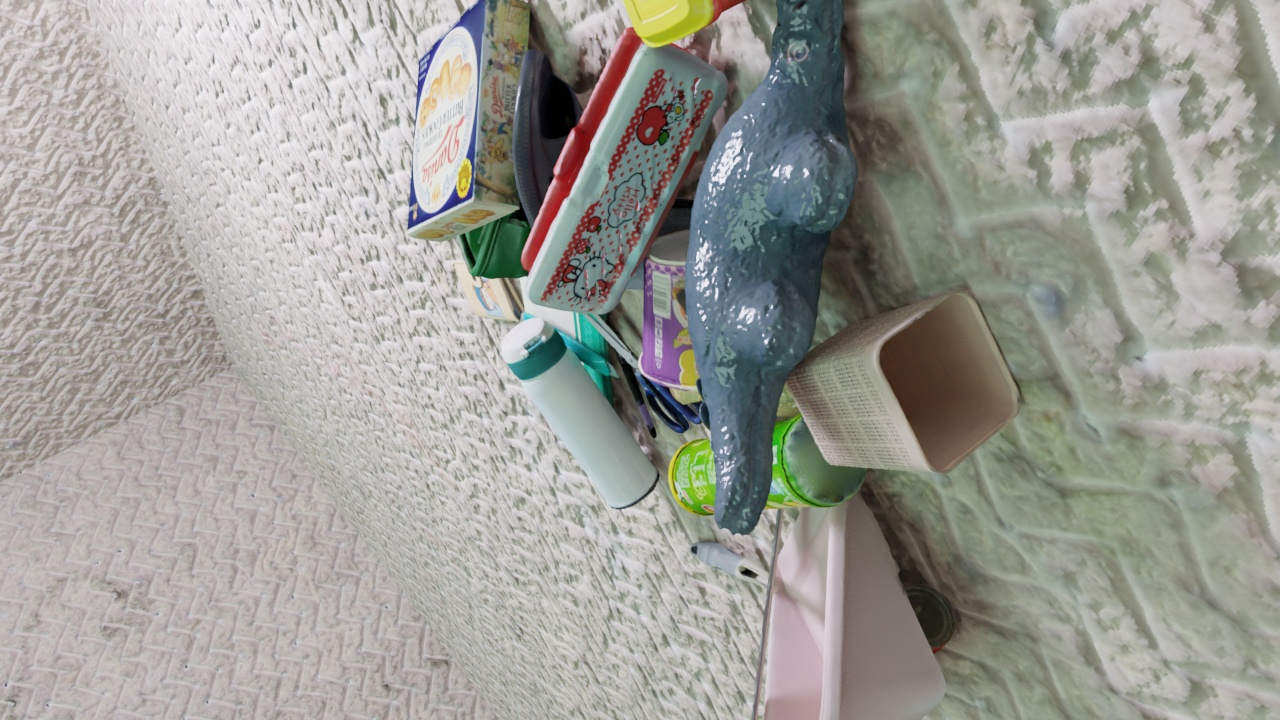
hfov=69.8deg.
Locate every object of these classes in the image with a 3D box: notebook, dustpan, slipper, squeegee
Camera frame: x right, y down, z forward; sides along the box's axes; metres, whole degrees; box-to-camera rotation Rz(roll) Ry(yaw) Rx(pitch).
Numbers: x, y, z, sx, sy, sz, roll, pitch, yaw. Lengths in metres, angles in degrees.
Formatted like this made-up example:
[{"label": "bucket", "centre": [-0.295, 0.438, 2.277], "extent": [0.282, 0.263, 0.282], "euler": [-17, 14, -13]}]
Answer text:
[{"label": "notebook", "centre": [-0.080, -0.020, 1.007], "extent": [0.150, 0.012, 0.209], "euler": [40, 150, 32]}, {"label": "dustpan", "centre": [0.123, 0.231, 0.726], "extent": [0.223, 0.138, 0.273], "euler": [98, 156, -48]}, {"label": "slipper", "centre": [-0.052, -0.148, 0.784], "extent": [0.269, 0.083, 0.110], "euler": [83, -174, -54]}, {"label": "squeegee", "centre": [0.099, 0.207, 0.904], "extent": [0.247, 0.039, 0.246], "euler": [170, 108, -77]}]

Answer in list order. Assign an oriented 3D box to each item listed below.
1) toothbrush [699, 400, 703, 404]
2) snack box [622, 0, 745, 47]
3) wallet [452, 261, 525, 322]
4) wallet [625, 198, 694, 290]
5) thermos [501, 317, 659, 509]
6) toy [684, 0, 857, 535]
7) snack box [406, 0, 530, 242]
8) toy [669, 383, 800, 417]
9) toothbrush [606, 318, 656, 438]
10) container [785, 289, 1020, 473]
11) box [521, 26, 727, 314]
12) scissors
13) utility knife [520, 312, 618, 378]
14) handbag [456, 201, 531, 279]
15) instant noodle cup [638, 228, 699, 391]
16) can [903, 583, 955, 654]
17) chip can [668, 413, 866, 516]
[{"label": "toothbrush", "centre": [0.053, 0.015, 0.850], "extent": [0.014, 0.016, 0.189], "euler": [5, 126, 45]}, {"label": "snack box", "centre": [0.029, -0.247, 0.552], "extent": [0.082, 0.080, 0.091], "euler": [3, 121, 56]}, {"label": "wallet", "centre": [-0.185, -0.088, 1.113], "extent": [0.115, 0.024, 0.087], "euler": [11, 132, 55]}, {"label": "wallet", "centre": [-0.007, -0.094, 0.748], "extent": [0.097, 0.121, 0.019], "euler": [97, 176, -51]}, {"label": "thermos", "centre": [-0.065, 0.055, 0.970], "extent": [0.073, 0.073, 0.224], "euler": [5, 134, 56]}, {"label": "toy", "centre": [0.079, -0.076, 0.580], "extent": [0.138, 0.091, 0.357], "euler": [-112, 29, -75]}, {"label": "snack box", "centre": [-0.160, -0.212, 0.834], "extent": [0.178, 0.045, 0.182], "euler": [-5, 81, 58]}, {"label": "toy", "centre": [0.082, 0.019, 0.765], "extent": [0.105, 0.066, 0.157], "euler": [25, 170, -39]}, {"label": "toothbrush", "centre": [-0.016, -0.001, 0.940], "extent": [0.017, 0.014, 0.189], "euler": [-2, 117, 45]}, {"label": "container", "centre": [0.164, 0.018, 0.598], "extent": [0.090, 0.090, 0.111], "euler": [61, 155, -7]}, {"label": "box", "centre": [-0.019, -0.125, 0.644], "extent": [0.094, 0.091, 0.202], "euler": [29, 111, 2]}, {"label": "scissors", "centre": [0.001, 0.002, 0.889], "extent": [0.128, 0.012, 0.173], "euler": [7, 134, 50]}, {"label": "utility knife", "centre": [-0.078, -0.018, 0.976], "extent": [0.161, 0.013, 0.029], "euler": [31, 146, 37]}, {"label": "handbag", "centre": [-0.136, -0.149, 0.898], "extent": [0.120, 0.068, 0.131], "euler": [-66, 35, 40]}, {"label": "instant noodle cup", "centre": [0.049, -0.044, 0.707], "extent": [0.112, 0.111, 0.099], "euler": [23, 127, 47]}, {"label": "can", "centre": [0.213, 0.238, 0.771], "extent": [0.053, 0.053, 0.133], "euler": [46, 149, 22]}, {"label": "chip can", "centre": [0.097, 0.088, 0.749], "extent": [0.072, 0.072, 0.222], "euler": [59, 157, -2]}]
